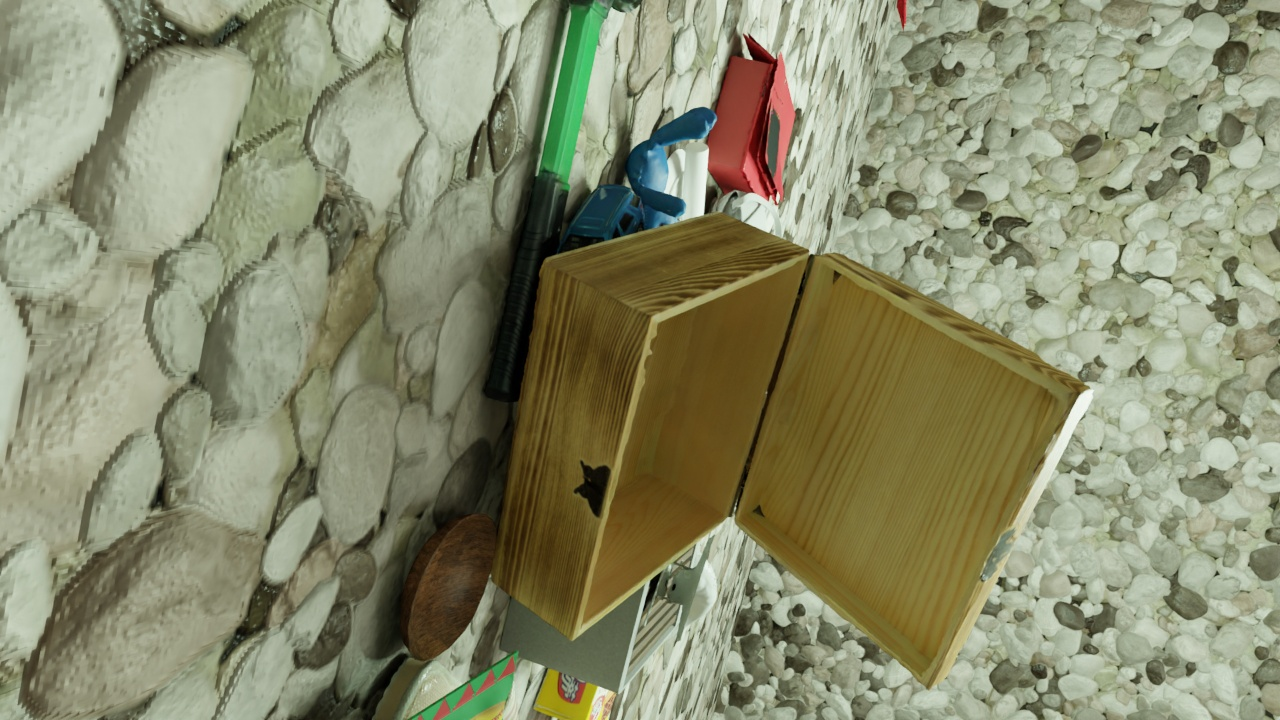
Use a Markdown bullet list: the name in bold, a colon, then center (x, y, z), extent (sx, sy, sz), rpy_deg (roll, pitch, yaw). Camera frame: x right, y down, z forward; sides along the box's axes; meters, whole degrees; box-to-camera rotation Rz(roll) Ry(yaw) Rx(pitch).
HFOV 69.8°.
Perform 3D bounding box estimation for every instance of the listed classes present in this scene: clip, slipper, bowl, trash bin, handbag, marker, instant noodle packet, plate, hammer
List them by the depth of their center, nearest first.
- **instant noodle packet**: center (-0.161, 0.320, 0.559), extent (0.195, 0.090, 0.253), rpy_deg (-16, 125, -55)
- **bowl**: center (-0.137, 0.150, 0.628), extent (0.114, 0.026, 0.102), rpy_deg (10, 95, -74)
- **hammer**: center (-0.061, -0.126, 0.631), extent (0.130, 0.032, 0.319), rpy_deg (-16, 121, -73)
- **slipper**: center (-0.140, 0.295, 0.711), extent (0.263, 0.052, 0.114), rpy_deg (79, 32, -57)
- **clip**: center (0.031, 0.200, 0.836), extent (0.058, 0.052, 0.101), rpy_deg (43, 60, -40)
- **trash bin**: center (-0.029, 0.220, 0.909), extent (0.228, 0.114, 0.114), rpy_deg (0, 104, -74)
- **marker**: center (0.055, -0.165, 0.968), extent (0.027, 0.023, 0.133), rpy_deg (-90, -178, -50)
- **plate**: center (0.034, -0.155, 0.973), extent (0.134, 0.011, 0.134), rpy_deg (16, 89, -75)
- **handbag**: center (0.106, -0.096, 1.097), extent (0.222, 0.096, 0.216), rpy_deg (-49, 148, -70)
- **slipper**: center (0.016, 0.289, 1.105), extent (0.074, 0.112, 0.248), rpy_deg (-47, 173, -42)

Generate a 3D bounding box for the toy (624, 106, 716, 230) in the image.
- **toy**: center (0.012, -0.142, 0.807), extent (0.112, 0.071, 0.177), rpy_deg (-49, 161, -53)

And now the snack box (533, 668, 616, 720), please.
- **snack box**: center (-0.065, 0.359, 1.015), extent (0.106, 0.061, 0.083), rpy_deg (71, 37, -63)

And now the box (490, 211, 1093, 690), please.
- **box**: center (0.115, 0.080, 0.690), extent (0.285, 0.335, 0.280), rpy_deg (-27, 136, -51)

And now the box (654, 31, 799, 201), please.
- **box**: center (0.106, -0.296, 1.148), extent (0.213, 0.153, 0.165), rpy_deg (15, 88, -76)

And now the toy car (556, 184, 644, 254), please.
- **toy car**: center (-0.036, -0.093, 0.716), extent (0.044, 0.056, 0.119), rpy_deg (79, 26, -45)
